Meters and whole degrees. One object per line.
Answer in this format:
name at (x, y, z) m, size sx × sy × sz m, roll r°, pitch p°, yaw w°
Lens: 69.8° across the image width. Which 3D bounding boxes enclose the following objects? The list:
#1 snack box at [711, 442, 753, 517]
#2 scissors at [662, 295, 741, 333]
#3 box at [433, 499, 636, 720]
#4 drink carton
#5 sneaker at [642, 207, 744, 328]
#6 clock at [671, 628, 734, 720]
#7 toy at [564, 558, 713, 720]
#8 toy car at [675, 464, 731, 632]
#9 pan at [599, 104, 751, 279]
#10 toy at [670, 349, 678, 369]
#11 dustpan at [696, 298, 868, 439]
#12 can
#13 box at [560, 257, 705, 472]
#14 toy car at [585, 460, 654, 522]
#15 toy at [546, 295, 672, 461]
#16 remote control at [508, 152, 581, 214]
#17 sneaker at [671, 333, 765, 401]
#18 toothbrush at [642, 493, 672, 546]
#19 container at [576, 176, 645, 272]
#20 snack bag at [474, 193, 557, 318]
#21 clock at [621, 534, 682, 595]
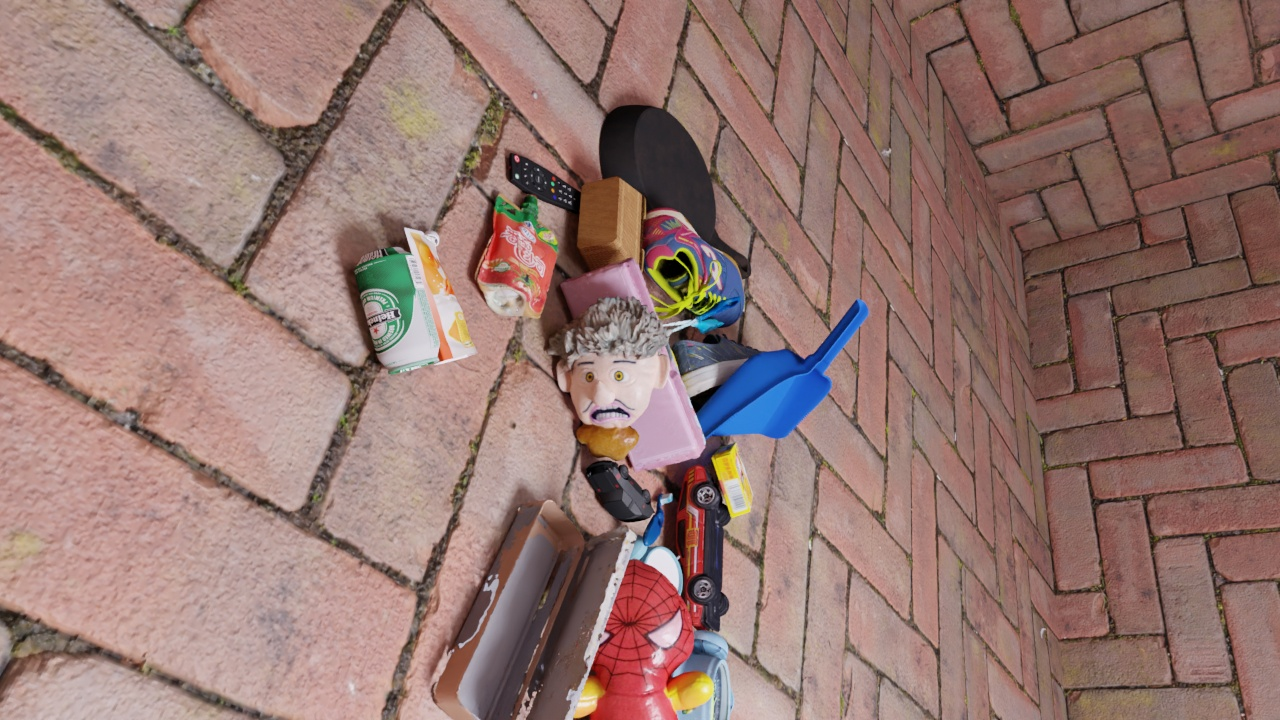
snack box at (0.116, 0.146, 1.145) m, size 0.152 × 0.025 × 0.075 m, roll 5°, pitch 67°, yaw -81°
scissors at (0.071, -0.055, 1.141) m, size 0.133 × 0.104 × 0.015 m, roll -6°, pitch 64°, yaw -43°
box at (-0.095, 0.223, 0.813) m, size 0.108 × 0.095 × 0.215 m, roll 35°, pitch 45°, yaw -12°
drink carton at (-0.183, -0.060, 0.826) m, size 0.069 × 0.039 × 0.122 m, roll -23°, pitch 97°, yaw -82°
sneaker at (0.065, -0.090, 1.161) m, size 0.241 × 0.116 × 0.091 m, roll 40°, pitch 28°, yaw -48°
clock at (0.061, 0.357, 0.979) m, size 0.161 × 0.060 × 0.118 m, roll -54°, pitch 140°, yaw -61°
toy at (-0.010, 0.300, 0.876) m, size 0.147 × 0.099 × 0.216 m, roll 5°, pitch 69°, yaw -12°
toy car at (0.073, 0.221, 1.069) m, size 0.081 × 0.056 × 0.189 m, roll 55°, pitch 31°, yaw -58°
pan at (0.070, -0.209, 1.263) m, size 0.356 × 0.043 × 0.248 m, roll 35°, pitch 50°, yaw -45°
toy at (0.019, 0.017, 1.096) m, size 0.094 × 0.041 × 0.095 m, roll 48°, pitch 38°, yaw -40°
dustpan at (0.189, 0.018, 1.167) m, size 0.059 × 0.258 × 0.245 m, roll 45°, pitch 22°, yaw 27°
can at (-0.205, -0.042, 0.773) m, size 0.053 × 0.053 × 0.101 m, roll -16°, pitch 90°, yaw -57°
box at (-0.007, 0.006, 1.019) m, size 0.233 × 0.098 × 0.046 m, roll 67°, pitch 27°, yaw -9°
toy car at (-0.024, 0.143, 0.979) m, size 0.092 × 0.042 × 0.036 m, roll 51°, pitch 37°, yaw -32°
toy at (-0.034, 0.021, 0.957) m, size 0.076 × 0.133 × 0.176 m, roll -25°, pitch 114°, yaw -70°
remote control at (-0.103, -0.194, 1.027) m, size 0.124 × 0.010 × 0.039 m, roll 19°, pitch 62°, yaw -52°
sneaker at (0.121, -0.001, 1.223) m, size 0.235 × 0.088 × 0.079 m, roll -7°, pitch 72°, yaw -56°
toothbrush at (0.019, 0.174, 1.019) m, size 0.132 × 0.016 × 0.021 m, roll -55°, pitch 127°, yaw -73°
container at (-0.035, -0.154, 1.054) m, size 0.061 × 0.063 × 0.113 m, roll 46°, pitch 41°, yaw -55°
snack bag at (-0.124, -0.115, 0.947) m, size 0.087 × 0.044 × 0.154 m, roll 35°, pitch 43°, yaw -31°
clock at (-0.001, 0.233, 0.985) m, size 0.123 × 0.042 × 0.087 m, roll 22°, pitch 59°, yaw -45°
